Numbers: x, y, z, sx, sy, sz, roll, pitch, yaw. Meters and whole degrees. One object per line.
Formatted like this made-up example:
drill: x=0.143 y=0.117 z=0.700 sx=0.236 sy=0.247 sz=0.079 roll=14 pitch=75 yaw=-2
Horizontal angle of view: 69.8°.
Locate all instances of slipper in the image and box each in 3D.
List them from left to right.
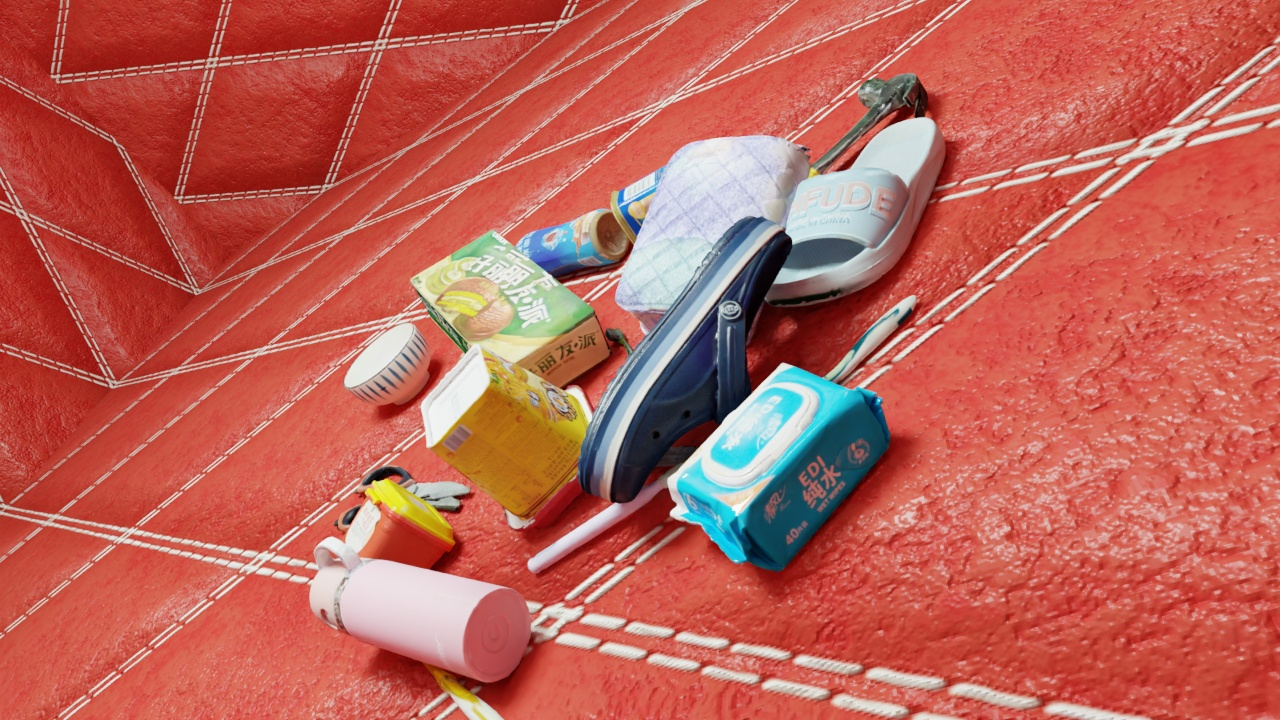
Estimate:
slipper: x=0.049 y=0.007 z=0.688 sx=0.095 sy=0.105 sz=0.252 roll=30 pitch=75 yaw=16
slipper: x=0.184 y=-0.137 z=0.778 sx=0.104 sy=0.074 sz=0.244 roll=-2 pitch=44 yaw=49

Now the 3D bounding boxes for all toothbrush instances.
toothbrush: x=-0.138 y=0.235 z=0.669 sx=0.016 sy=0.018 sz=0.192 roll=-33 pitch=21 yaw=-27
toothbrush: x=-0.010 y=0.114 z=0.696 sx=0.189 sy=0.021 sz=0.029 roll=-33 pitch=-11 yaw=16
toothbrush: x=-0.005 y=0.005 z=0.858 sx=0.185 sy=0.017 sz=0.012 roll=-124 pitch=47 yaw=-63
toothbrush: x=0.134 y=0.015 z=0.668 sx=0.191 sy=0.018 sz=0.016 roll=-43 pitch=27 yaw=-8

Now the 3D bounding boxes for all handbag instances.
handbag: x=0.068 y=-0.108 z=0.831 sx=0.134 sy=0.075 sz=0.193 roll=5 pitch=65 yaw=39

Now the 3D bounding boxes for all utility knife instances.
utility knife: x=-0.027 y=0.085 z=0.772 sx=0.199 sy=0.021 sz=0.030 roll=-4 pitch=49 yaw=42

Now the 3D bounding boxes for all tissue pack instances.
tissue pack: x=0.087 y=0.066 z=0.597 sx=0.140 sy=0.063 sz=0.090 roll=-45 pitch=27 yaw=-11

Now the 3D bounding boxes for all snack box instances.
snack box: x=-0.224 y=0.161 z=0.826 sx=0.080 sy=0.082 sz=0.091 roll=-54 pitch=29 yaw=-8
snack box: x=-0.143 y=-0.048 z=0.972 sx=0.114 sy=0.063 sz=0.240 roll=-34 pitch=42 yaw=-15

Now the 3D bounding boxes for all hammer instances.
hammer: x=0.155 y=-0.172 z=0.907 sx=0.323 sy=0.032 sz=0.126 roll=-42 pitch=21 yaw=-5

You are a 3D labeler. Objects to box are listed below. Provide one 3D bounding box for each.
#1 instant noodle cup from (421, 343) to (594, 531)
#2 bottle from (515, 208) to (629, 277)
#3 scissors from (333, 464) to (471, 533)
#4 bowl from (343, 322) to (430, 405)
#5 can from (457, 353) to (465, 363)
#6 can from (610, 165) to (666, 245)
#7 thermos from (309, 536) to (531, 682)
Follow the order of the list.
instant noodle cup: x=-0.108 y=0.059 z=0.763 sx=0.116 sy=0.123 sz=0.116 roll=-46 pitch=31 yaw=10
bottle: x=-0.107 y=-0.137 z=1.150 sx=0.219 sy=0.065 sz=0.065 roll=-8 pitch=40 yaw=47
scissors: x=-0.250 y=0.149 z=0.946 sx=0.197 sy=0.015 sz=0.205 roll=-37 pitch=27 yaw=2
bowl: x=-0.314 y=0.014 z=1.175 sx=0.117 sy=0.066 sz=0.116 roll=-29 pitch=29 yaw=18
can: x=-0.154 y=-0.031 z=1.053 sx=0.058 sy=0.058 sz=0.146 roll=-16 pitch=35 yaw=38
can: x=0.031 y=-0.149 z=0.959 sx=0.083 sy=0.102 sz=0.057 roll=-26 pitch=30 yaw=19
thermos: x=-0.177 y=0.181 z=0.696 sx=0.199 sy=0.087 sz=0.067 roll=2 pitch=28 yaw=39
